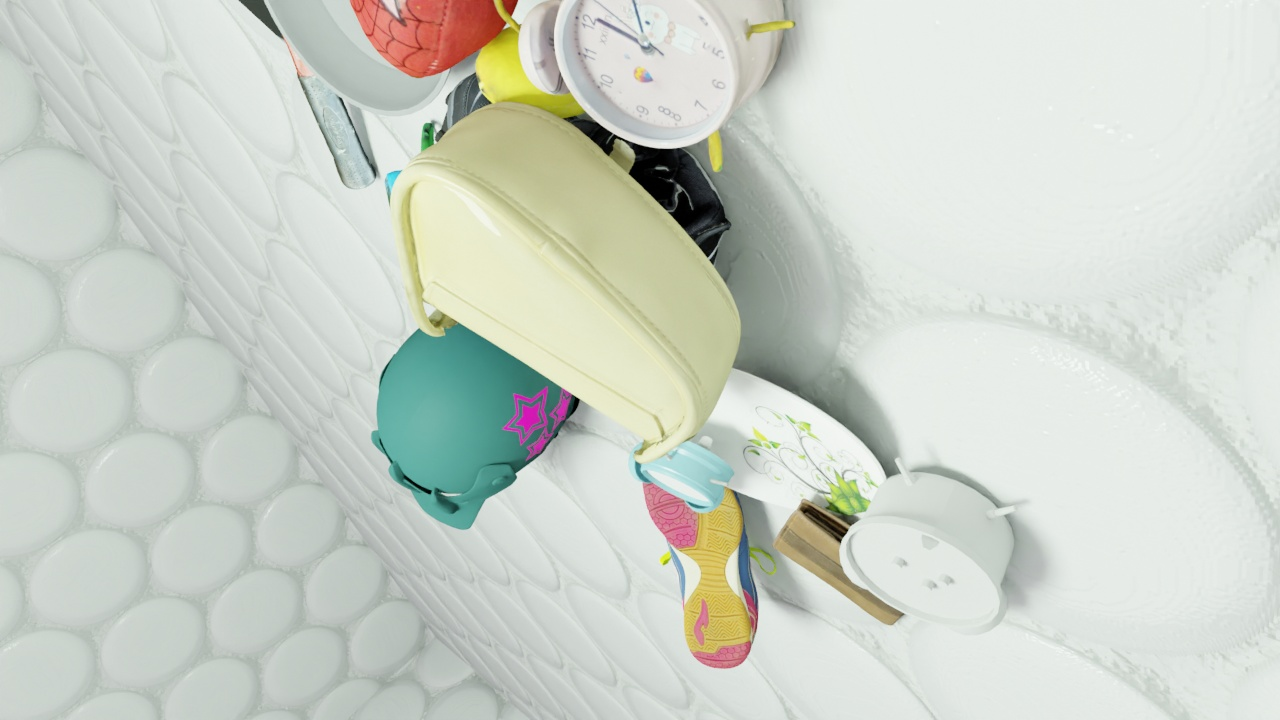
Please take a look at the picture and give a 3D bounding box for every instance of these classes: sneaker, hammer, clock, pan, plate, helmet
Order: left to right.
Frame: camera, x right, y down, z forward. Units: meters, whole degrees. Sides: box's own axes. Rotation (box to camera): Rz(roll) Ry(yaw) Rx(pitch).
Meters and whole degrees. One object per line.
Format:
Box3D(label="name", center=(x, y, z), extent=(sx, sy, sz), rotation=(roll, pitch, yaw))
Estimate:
Box3D(label="hammer", center=(-0.315, -0.268, 0.849), extent=(0.327, 0.140, 0.036), rotation=(88, 167, -63))
Box3D(label="pan", center=(-0.147, -0.273, 0.632), extent=(0.357, 0.050, 0.201), rotation=(6, 128, 35))
Box3D(label="helmet", center=(-0.182, 0.063, 0.968), extent=(0.176, 0.199, 0.275), rotation=(42, 153, 14))
Box3D(label="sneaker", center=(-0.035, -0.130, 0.614), extent=(0.252, 0.097, 0.151), rotation=(44, 148, 8))
Box3D(label="clock", center=(-0.005, -0.177, 0.482), extent=(0.158, 0.058, 0.117), rotation=(26, 145, 1))
Box3D(label="clock", center=(0.034, 0.092, 0.764), extent=(0.087, 0.042, 0.123), rotation=(28, 162, -2))
Box3D(label="sneaker", center=(0.057, 0.166, 0.873), extent=(0.116, 0.090, 0.242), rotation=(-8, 101, 23))
Box3D(label="plate", center=(0.082, 0.050, 0.706), extent=(0.229, 0.030, 0.230), rotation=(23, 157, 10))
Box3D(label="clock", center=(0.197, 0.142, 0.635), extent=(0.120, 0.060, 0.159), rotation=(23, 144, 22))

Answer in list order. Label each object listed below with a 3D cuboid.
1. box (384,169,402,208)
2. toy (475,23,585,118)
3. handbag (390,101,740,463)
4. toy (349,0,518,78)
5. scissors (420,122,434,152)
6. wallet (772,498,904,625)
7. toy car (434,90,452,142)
Box3D(label="box", center=(-0.134, -0.071, 0.754), extent=(0.171, 0.070, 0.243), rotation=(50, -178, -6))
Box3D(label="toy", center=(-0.056, -0.182, 0.568), extent=(0.041, 0.094, 0.095), rotation=(88, 157, -47))
Box3D(label="handbag", center=(-0.041, -0.039, 0.569), extent=(0.233, 0.088, 0.191), rotation=(33, 144, -3))
Box3D(label="toy", center=(-0.116, -0.262, 0.498), extent=(0.147, 0.098, 0.217), rotation=(-113, 23, -51))
Box3D(label="scissors", center=(-0.192, -0.152, 0.842), extent=(0.130, 0.011, 0.125), rotation=(-170, 80, -86))
Box3D(label="wallet", center=(0.170, 0.168, 0.757), extent=(0.121, 0.026, 0.099), rotation=(32, 154, 14))
Box3D(label="toy car", center=(-0.137, -0.190, 0.746), extent=(0.042, 0.036, 0.092), rotation=(44, 144, 5))
